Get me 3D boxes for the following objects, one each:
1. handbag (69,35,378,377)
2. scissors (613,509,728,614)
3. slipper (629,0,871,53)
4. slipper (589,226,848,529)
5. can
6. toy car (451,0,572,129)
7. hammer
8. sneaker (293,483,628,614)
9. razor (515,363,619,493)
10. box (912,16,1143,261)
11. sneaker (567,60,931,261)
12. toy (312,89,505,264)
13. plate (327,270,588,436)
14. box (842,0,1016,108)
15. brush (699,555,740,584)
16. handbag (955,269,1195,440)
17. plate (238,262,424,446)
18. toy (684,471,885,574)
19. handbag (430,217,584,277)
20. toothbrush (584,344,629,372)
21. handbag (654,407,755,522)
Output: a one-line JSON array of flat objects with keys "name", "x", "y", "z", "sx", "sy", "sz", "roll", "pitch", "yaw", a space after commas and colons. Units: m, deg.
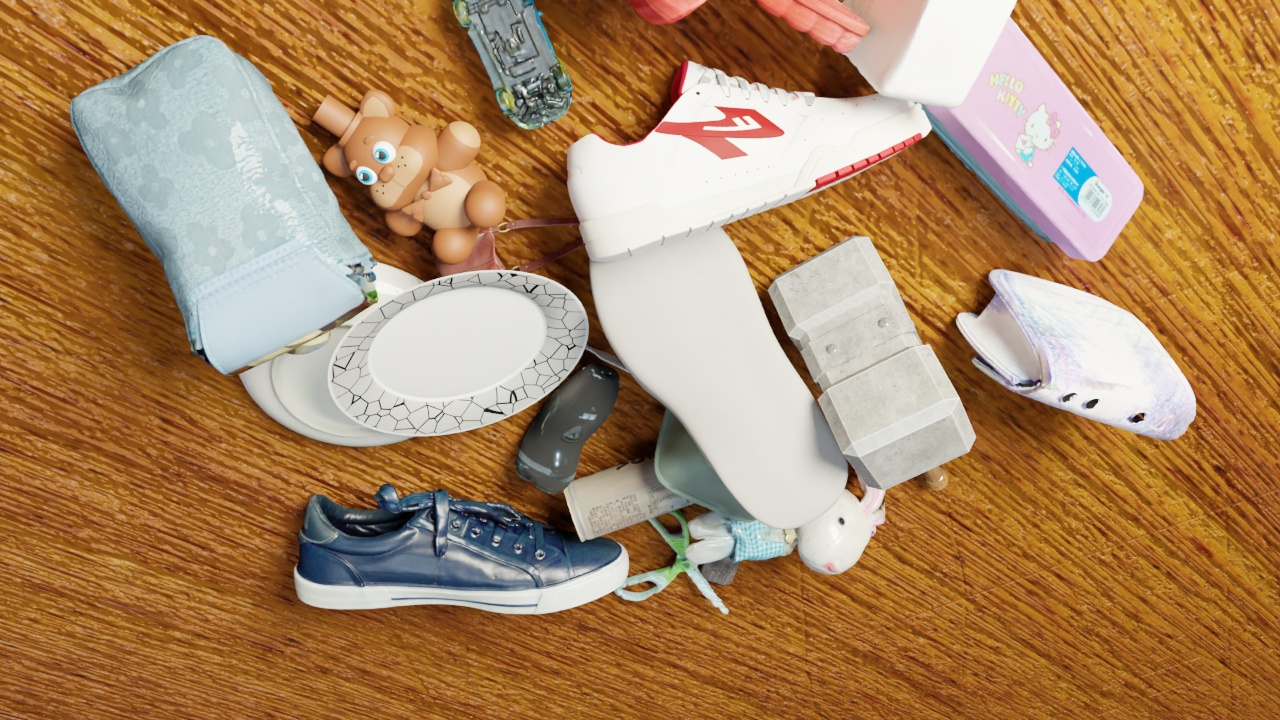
[{"name": "handbag", "x": -0.250, "y": -0.092, "z": 0.571, "sx": 0.122, "sy": 0.118, "sz": 0.192, "roll": -30, "pitch": 97, "yaw": -1}, {"name": "scissors", "x": 0.045, "y": 0.201, "z": 0.912, "sx": 0.172, "sy": 0.021, "sz": 0.171, "roll": -24, "pitch": 119, "yaw": 15}, {"name": "slipper", "x": 0.014, "y": -0.222, "z": 0.513, "sx": 0.248, "sy": 0.103, "sz": 0.059, "roll": 20, "pitch": 119, "yaw": -19}, {"name": "slipper", "x": 0.057, "y": 0.000, "z": 0.683, "sx": 0.113, "sy": 0.080, "sz": 0.266, "roll": -35, "pitch": 94, "yaw": 4}, {"name": "can", "x": 0.004, "y": 0.112, "z": 0.805, "sx": 0.135, "sy": 0.054, "sz": 0.054, "roll": -18, "pitch": 130, "yaw": -4}, {"name": "toy car", "x": -0.078, "y": -0.196, "z": 0.566, "sx": 0.048, "sy": 0.032, "sz": 0.105, "roll": -21, "pitch": 124, "yaw": 9}, {"name": "hammer", "x": 0.218, "y": 0.051, "z": 0.762, "sx": 0.083, "sy": 0.162, "sz": 0.317, "roll": -28, "pitch": 144, "yaw": 14}, {"name": "sneaker", "x": -0.153, "y": 0.151, "z": 0.808, "sx": 0.294, "sy": 0.120, "sz": 0.127, "roll": 4, "pitch": 106, "yaw": -8}, {"name": "razor", "x": -0.058, "y": 0.057, "z": 0.750, "sx": 0.053, "sy": 0.063, "sz": 0.141, "roll": 10, "pitch": 138, "yaw": -25}, {"name": "box", "x": 0.270, "y": -0.156, "z": 0.642, "sx": 0.214, "sy": 0.065, "sz": 0.078, "roll": 33, "pitch": 104, "yaw": -29}, {"name": "sneaker", "x": 0.064, "y": -0.148, "z": 0.595, "sx": 0.236, "sy": 0.090, "sz": 0.104, "roll": -19, "pitch": 93, "yaw": 2}, {"name": "toy", "x": -0.152, "y": -0.124, "z": 0.596, "sx": 0.127, "sy": 0.065, "sz": 0.095, "roll": 33, "pitch": 120, "yaw": -24}, {"name": "plate", "x": -0.130, "y": -0.006, "z": 0.668, "sx": 0.188, "sy": 0.016, "sz": 0.189, "roll": -17, "pitch": 148, "yaw": -11}, {"name": "box", "x": 0.184, "y": -0.214, "z": 0.545, "sx": 0.091, "sy": 0.107, "sz": 0.103, "roll": 6, "pitch": 128, "yaw": -18}, {"name": "brush", "x": 0.092, "y": 0.170, "z": 0.903, "sx": 0.039, "sy": 0.012, "sz": 0.152, "roll": 7, "pitch": 127, "yaw": -13}, {"name": "handbag", "x": 0.343, "y": 0.002, "z": 0.730, "sx": 0.158, "sy": 0.126, "sz": 0.069, "roll": 14, "pitch": 128, "yaw": -21}, {"name": "plate", "x": -0.222, "y": 0.007, "z": 0.709, "sx": 0.182, "sy": 0.034, "sz": 0.183, "roll": -4, "pitch": 130, "yaw": -5}, {"name": "toy", "x": 0.140, "y": 0.146, "z": 0.821, "sx": 0.205, "sy": 0.105, "sz": 0.131, "roll": -13, "pitch": 127, "yaw": -7}, {"name": "handbag", "x": -0.088, "y": -0.081, "z": 0.666, "sx": 0.119, "sy": 0.029, "sz": 0.055, "roll": -15, "pitch": 132, "yaw": -3}, {"name": "toothbrush", "x": -0.004, "y": 0.004, "z": 0.708, "sx": 0.181, "sy": 0.010, "sz": 0.010, "roll": 26, "pitch": 124, "yaw": 3}, {"name": "handbag", "x": 0.081, "y": 0.067, "z": 0.760, "sx": 0.121, "sy": 0.106, "sz": 0.067, "roll": 28, "pitch": 147, "yaw": -27}]
